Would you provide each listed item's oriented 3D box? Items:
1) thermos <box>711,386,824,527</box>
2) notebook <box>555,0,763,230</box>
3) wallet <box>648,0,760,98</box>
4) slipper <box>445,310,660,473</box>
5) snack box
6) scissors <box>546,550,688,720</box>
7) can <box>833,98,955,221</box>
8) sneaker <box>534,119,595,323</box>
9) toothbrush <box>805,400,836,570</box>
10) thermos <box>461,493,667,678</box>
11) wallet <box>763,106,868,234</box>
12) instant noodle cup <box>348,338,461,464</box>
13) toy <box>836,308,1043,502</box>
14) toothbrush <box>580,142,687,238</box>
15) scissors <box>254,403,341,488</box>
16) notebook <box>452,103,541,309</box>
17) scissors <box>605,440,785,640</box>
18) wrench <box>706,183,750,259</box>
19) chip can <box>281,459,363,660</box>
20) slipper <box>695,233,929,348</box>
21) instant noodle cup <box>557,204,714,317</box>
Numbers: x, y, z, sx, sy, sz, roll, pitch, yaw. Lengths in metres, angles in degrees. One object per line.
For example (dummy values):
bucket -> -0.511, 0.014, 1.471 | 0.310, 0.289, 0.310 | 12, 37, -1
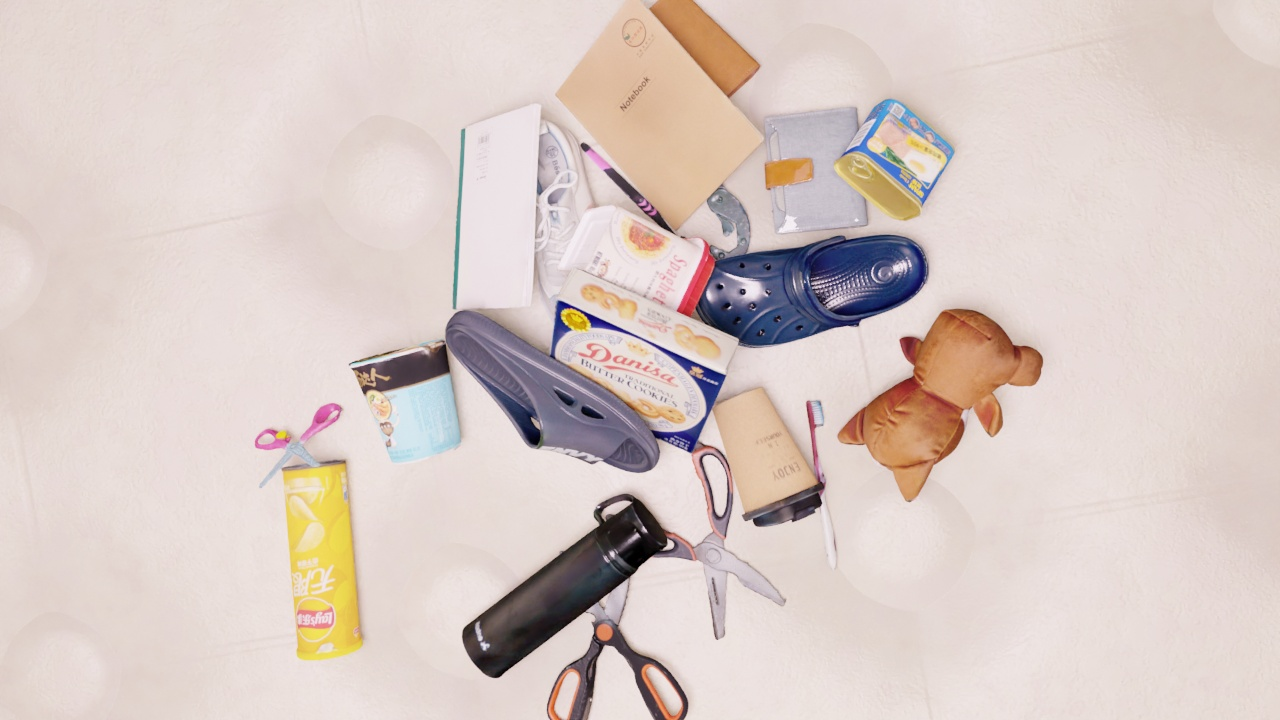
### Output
thermos -> 0.132, 0.105, 0.980 | 0.093, 0.093, 0.143 | -23, 81, 4
notebook -> 0.016, -0.263, 0.989 | 0.207, 0.008, 0.148 | 49, 124, 3
wallet -> 0.049, -0.332, 1.005 | 0.132, 0.031, 0.107 | 45, 82, 3
slipper -> -0.107, 0.054, 0.971 | 0.268, 0.111, 0.083 | 35, 60, -2
snack box -> -0.006, 0.006, 0.945 | 0.178, 0.183, 0.045 | 24, 58, 6
scissors -> -0.032, 0.323, 1.021 | 0.232, 0.021, 0.221 | 36, 97, 13
can -> 0.268, -0.211, 0.965 | 0.102, 0.057, 0.083 | 37, 77, -11
sneaker -> -0.083, -0.143, 0.993 | 0.089, 0.090, 0.242 | -11, 90, 6
toothbrush -> 0.202, 0.136, 1.008 | 0.017, 0.016, 0.187 | -8, 89, -5
thermos -> -0.085, 0.241, 1.003 | 0.243, 0.068, 0.090 | -39, 43, 8
wallet -> 0.188, -0.206, 0.996 | 0.106, 0.037, 0.129 | -5, 90, 4
instant noodle cup -> -0.249, 0.047, 1.004 | 0.111, 0.111, 0.120 | -14, 96, 5
toy -> 0.308, 0.043, 0.957 | 0.130, 0.140, 0.199 | 36, 96, -38
toothbrush -> -0.001, -0.178, 1.018 | 0.014, 0.018, 0.189 | -43, 82, -11
scissors -> -0.381, 0.091, 1.024 | 0.134, 0.133, 0.017 | -40, 129, -26
notebook -> -0.159, -0.160, 0.990 | 0.151, 0.012, 0.209 | 2, 90, 49
scissors -> 0.073, 0.198, 1.020 | 0.223, 0.015, 0.189 | 28, 92, 3
wrench -> 0.046, -0.232, 1.019 | 0.056, 0.016, 0.273 | -30, 88, 4
chip can -> -0.357, 0.221, 1.028 | 0.072, 0.072, 0.213 | -6, 89, 5
slipper -> 0.183, -0.074, 0.969 | 0.253, 0.095, 0.105 | -10, 92, 1
instant noodle cup -> -0.008, -0.096, 0.954 | 0.124, 0.117, 0.116 | 31, 80, -27
